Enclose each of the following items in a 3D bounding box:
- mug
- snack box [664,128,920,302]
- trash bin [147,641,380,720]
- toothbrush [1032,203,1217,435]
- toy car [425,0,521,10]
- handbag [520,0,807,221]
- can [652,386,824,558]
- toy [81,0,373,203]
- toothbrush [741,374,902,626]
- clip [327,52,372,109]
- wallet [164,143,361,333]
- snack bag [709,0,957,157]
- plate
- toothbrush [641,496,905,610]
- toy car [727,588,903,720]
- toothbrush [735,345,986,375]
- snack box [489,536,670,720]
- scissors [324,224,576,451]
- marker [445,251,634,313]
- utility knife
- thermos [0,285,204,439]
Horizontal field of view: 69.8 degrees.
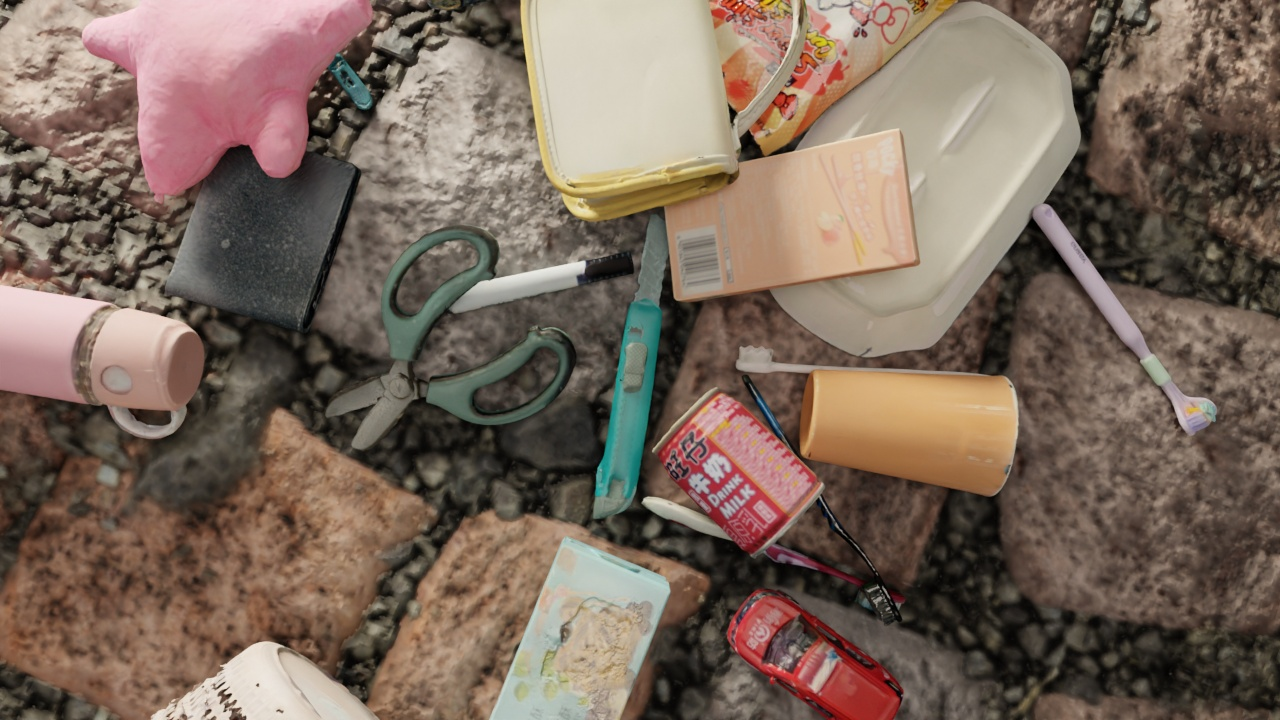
[{"bbox_3d":[0.168,0.041,0.593,0.123,0.078,0.078,7,86,3],"label":"mug"},{"bbox_3d":[0.093,-0.090,0.589,0.157,0.026,0.084,-7,86,21],"label":"snack box"},{"bbox_3d":[-0.227,0.275,0.502,0.227,0.228,0.191,43,73,1],"label":"trash bin"},{"bbox_3d":[0.326,-0.030,0.624,0.029,0.021,0.189,-39,92,-12],"label":"toothbrush"},{"bbox_3d":[-0.099,-0.266,0.621,0.105,0.031,0.049,-8,87,-1],"label":"toy car"},{"bbox_3d":[0.022,-0.182,0.589,0.179,0.063,0.163,-10,79,7],"label":"handbag"},{"bbox_3d":[0.061,0.070,0.584,0.066,0.066,0.094,-45,82,-5],"label":"can"},{"bbox_3d":[-0.277,-0.185,0.585,0.195,0.074,0.178,28,89,16],"label":"toy"},{"bbox_3d":[0.116,0.091,0.606,0.016,0.014,0.189,-32,82,2],"label":"toothbrush"},{"bbox_3d":[-0.201,-0.194,0.619,0.014,0.048,0.057,-37,92,-6],"label":"clip"},{"bbox_3d":[-0.250,-0.088,0.610,0.097,0.019,0.120,17,84,0],"label":"wallet"},{"bbox_3d":[0.130,-0.247,0.618,0.208,0.073,0.128,-36,82,1],"label":"snack bag"},{"bbox_3d":[0.193,-0.128,0.622,0.162,0.034,0.265,38,85,1],"label":"plate"},{"bbox_3d":[0.087,0.130,0.611,0.187,0.016,0.017,22,95,-1],"label":"toothbrush"},{"bbox_3d":[0.114,0.196,0.593,0.120,0.045,0.053,34,84,2],"label":"toy car"},{"bbox_3d":[0.154,0.005,0.620,0.180,0.016,0.016,5,115,-2],"label":"toothbrush"},{"bbox_3d":[-0.047,0.206,0.581,0.074,0.051,0.174,22,85,-2],"label":"snack box"},{"bbox_3d":[-0.120,0.008,0.602,0.169,0.019,0.177,34,98,-9],"label":"scissors"},{"bbox_3d":[-0.068,-0.053,0.613,0.130,0.022,0.018,-13,86,-4],"label":"marker"},{"bbox_3d":[-0.004,0.004,0.616,0.029,0.013,0.209,9,85,-7],"label":"utility knife"},{"bbox_3d":[-0.384,-0.003,0.580,0.198,0.067,0.087,10,117,-3],"label":"thermos"}]
